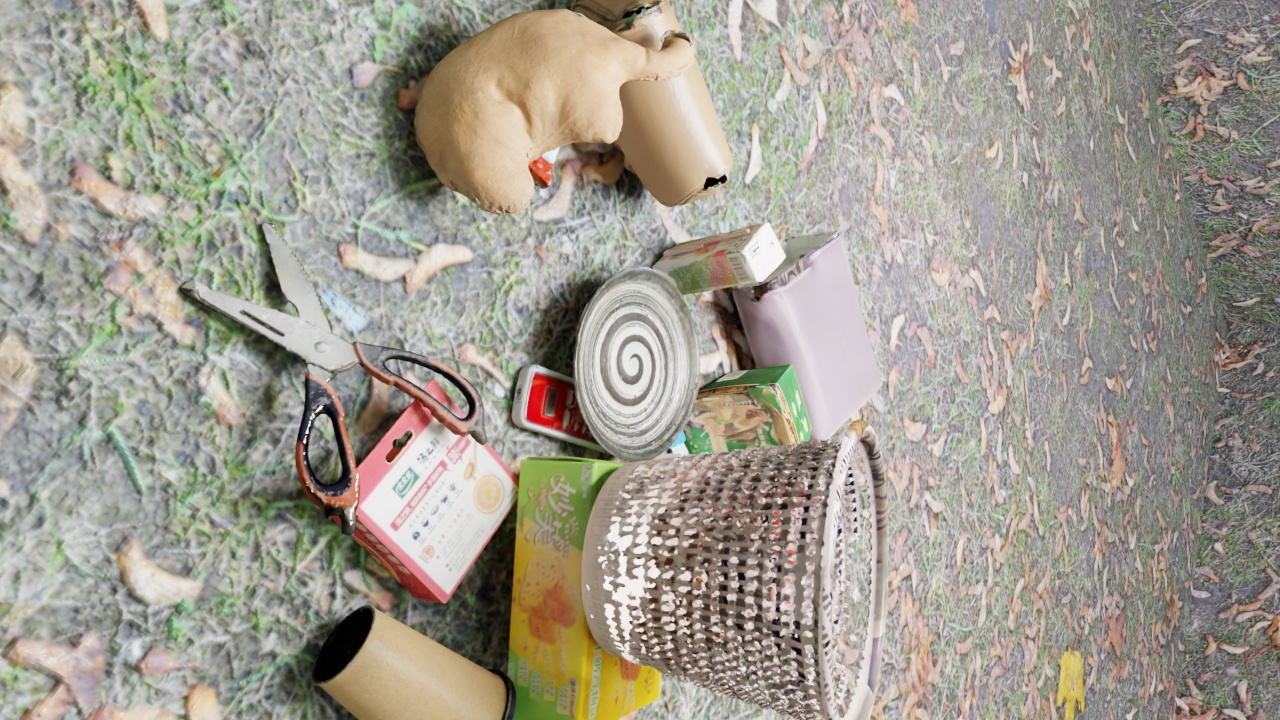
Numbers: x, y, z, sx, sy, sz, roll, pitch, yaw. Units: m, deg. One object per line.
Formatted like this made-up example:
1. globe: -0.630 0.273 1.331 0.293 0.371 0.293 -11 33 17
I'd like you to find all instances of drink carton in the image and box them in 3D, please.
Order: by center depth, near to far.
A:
1. drink carton: 0.073 -0.098 0.896 0.053 0.123 0.045 -45 117 -37

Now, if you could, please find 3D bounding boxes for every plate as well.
1. plate: -0.005 0.005 0.843 0.179 0.024 0.179 0 90 -49

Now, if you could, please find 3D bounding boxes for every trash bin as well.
1. trash bin: 0.071 0.154 0.680 0.227 0.192 0.227 1 90 -66

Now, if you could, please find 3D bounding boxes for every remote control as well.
1. remote control: -0.057 0.046 0.821 0.136 0.020 0.055 23 70 -43

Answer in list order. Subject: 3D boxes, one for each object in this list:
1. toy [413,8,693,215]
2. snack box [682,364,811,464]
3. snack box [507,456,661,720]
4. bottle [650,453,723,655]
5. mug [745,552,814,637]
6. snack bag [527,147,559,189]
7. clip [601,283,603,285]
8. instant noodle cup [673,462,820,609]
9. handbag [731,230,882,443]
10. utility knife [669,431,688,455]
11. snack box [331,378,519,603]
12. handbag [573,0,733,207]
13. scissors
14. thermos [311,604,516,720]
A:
1. toy: -0.069 -0.213 0.710 0.226 0.082 0.143 -36 82 -3
2. snack box: 0.116 0.061 0.950 0.105 0.118 0.117 -45 121 -53
3. snack box: -0.039 0.188 0.763 0.157 0.070 0.210 18 73 -64
4. bottle: 0.040 0.189 0.899 0.079 0.044 0.195 -14 97 -45
5. mug: 0.149 0.237 0.970 0.124 0.084 0.103 -4 102 -51
6. snack bag: -0.082 -0.203 0.806 0.045 0.026 0.105 30 65 -32
7. clip: -0.032 -0.044 0.859 0.024 0.026 0.056 34 51 -43
8. instant noodle cup: 0.098 0.159 0.839 0.137 0.138 0.108 -10 102 -47
9. handbag: 0.182 -0.025 1.025 0.144 0.099 0.197 -41 117 -43
10. utility knife: 0.019 0.043 0.905 0.034 0.018 0.187 -42 119 -41
11. snack box: -0.162 0.097 0.686 0.127 0.044 0.113 56 51 -30
12. handbag: 0.006 -0.232 0.826 0.099 0.147 0.204 -29 111 -5
13. scissors: -0.202 0.008 0.627 0.188 0.015 0.226 -7 78 -34
14. thermos: -0.159 0.240 0.655 0.143 0.093 0.092 45 56 -25
